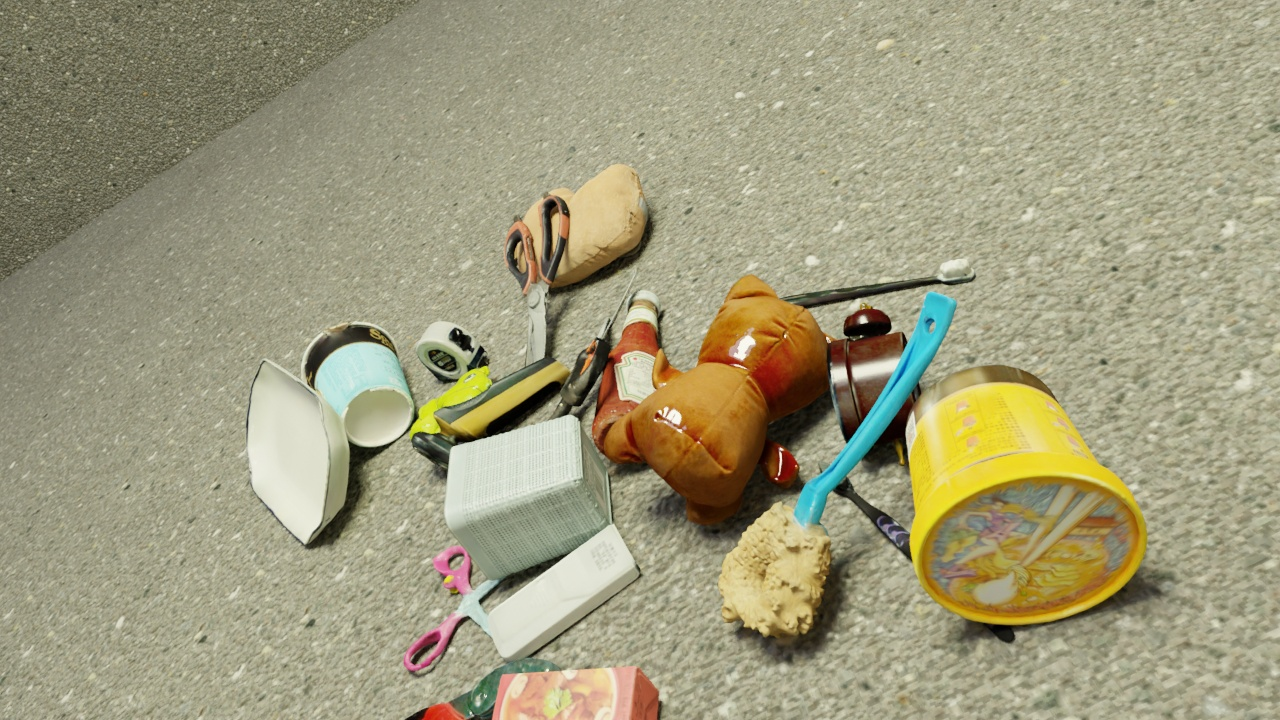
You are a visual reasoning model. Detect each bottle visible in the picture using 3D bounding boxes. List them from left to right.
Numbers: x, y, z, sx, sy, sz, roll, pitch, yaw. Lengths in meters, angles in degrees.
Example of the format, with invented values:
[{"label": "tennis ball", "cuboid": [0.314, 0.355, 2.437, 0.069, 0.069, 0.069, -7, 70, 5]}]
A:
[{"label": "bottle", "cuboid": [-0.005, 0.005, 0.829, 0.060, 0.060, 0.205, -21, 32, 20]}]

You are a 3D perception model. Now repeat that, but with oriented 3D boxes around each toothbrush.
[{"label": "toothbrush", "cuboid": [0.190, -0.062, 0.780, 0.181, 0.018, 0.015, -9, 46, 34]}, {"label": "toothbrush", "cuboid": [0.171, 0.116, 0.596, 0.014, 0.017, 0.189, -39, 37, -4]}]

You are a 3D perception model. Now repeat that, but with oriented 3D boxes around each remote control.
[{"label": "remote control", "cuboid": [-0.061, 0.179, 0.705, 0.125, 0.024, 0.049, -35, 41, -2]}]

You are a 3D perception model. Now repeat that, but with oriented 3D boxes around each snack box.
[{"label": "snack box", "cuboid": [-0.058, 0.260, 0.583, 0.127, 0.044, 0.113, -12, 46, 22]}]

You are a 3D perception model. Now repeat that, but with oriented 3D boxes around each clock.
[{"label": "clock", "cuboid": [0.169, 0.012, 0.658, 0.055, 0.082, 0.121, -13, 42, 21]}]

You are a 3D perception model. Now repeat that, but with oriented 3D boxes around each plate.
[{"label": "plate", "cuboid": [-0.372, 0.092, 0.994, 0.266, 0.034, 0.162, 18, 103, 50]}]

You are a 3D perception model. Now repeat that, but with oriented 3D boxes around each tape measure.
[{"label": "tape measure", "cuboid": [-0.209, -0.011, 1.005, 0.066, 0.066, 0.033, -10, 42, 32]}]

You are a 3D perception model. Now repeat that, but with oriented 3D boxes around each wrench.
[{"label": "wrench", "cuboid": [-0.172, 0.285, 0.685, 0.274, 0.016, 0.056, -26, 36, 12]}]

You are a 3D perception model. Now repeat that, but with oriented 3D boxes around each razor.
[{"label": "razor", "cuboid": [-0.142, 0.051, 0.900, 0.167, 0.062, 0.067, -33, 66, -4]}]

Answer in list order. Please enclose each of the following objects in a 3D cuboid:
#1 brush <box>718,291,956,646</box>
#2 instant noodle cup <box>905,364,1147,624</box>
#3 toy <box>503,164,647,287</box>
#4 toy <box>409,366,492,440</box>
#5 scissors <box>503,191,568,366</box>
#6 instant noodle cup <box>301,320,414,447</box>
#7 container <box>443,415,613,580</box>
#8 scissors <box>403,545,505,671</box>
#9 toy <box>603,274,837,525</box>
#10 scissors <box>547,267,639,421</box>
[{"label": "brush", "cuboid": [0.128, 0.071, 0.585, 0.255, 0.046, 0.083, -60, 25, 6]}, {"label": "instant noodle cup", "cuboid": [0.210, 0.072, 0.534, 0.119, 0.118, 0.114, -22, 31, 19]}, {"label": "toy", "cuboid": [-0.091, -0.143, 1.053, 0.227, 0.082, 0.143, -15, 44, 34]}, {"label": "toy", "cuboid": [-0.194, 0.049, 0.955, 0.100, 0.031, 0.096, -20, 38, 28]}, {"label": "scissors", "cuboid": [-0.118, -0.075, 0.981, 0.199, 0.015, 0.205, 34, 97, 44]}, {"label": "instant noodle cup", "cuboid": [-0.306, 0.032, 1.011, 0.111, 0.111, 0.120, -39, 42, -4]}, {"label": "container", "cuboid": [-0.088, 0.108, 0.748, 0.111, 0.090, 0.090, -19, 38, 9]}, {"label": "scissors", "cuboid": [-0.148, 0.202, 0.761, 0.134, 0.017, 0.133, -41, 39, -15]}, {"label": "toy", "cuboid": [0.075, 0.027, 0.704, 0.199, 0.140, 0.131, -51, -3, -22]}, {"label": "scissors", "cuboid": [-0.053, 0.006, 0.843, 0.227, 0.021, 0.221, -60, 6, 2]}]
